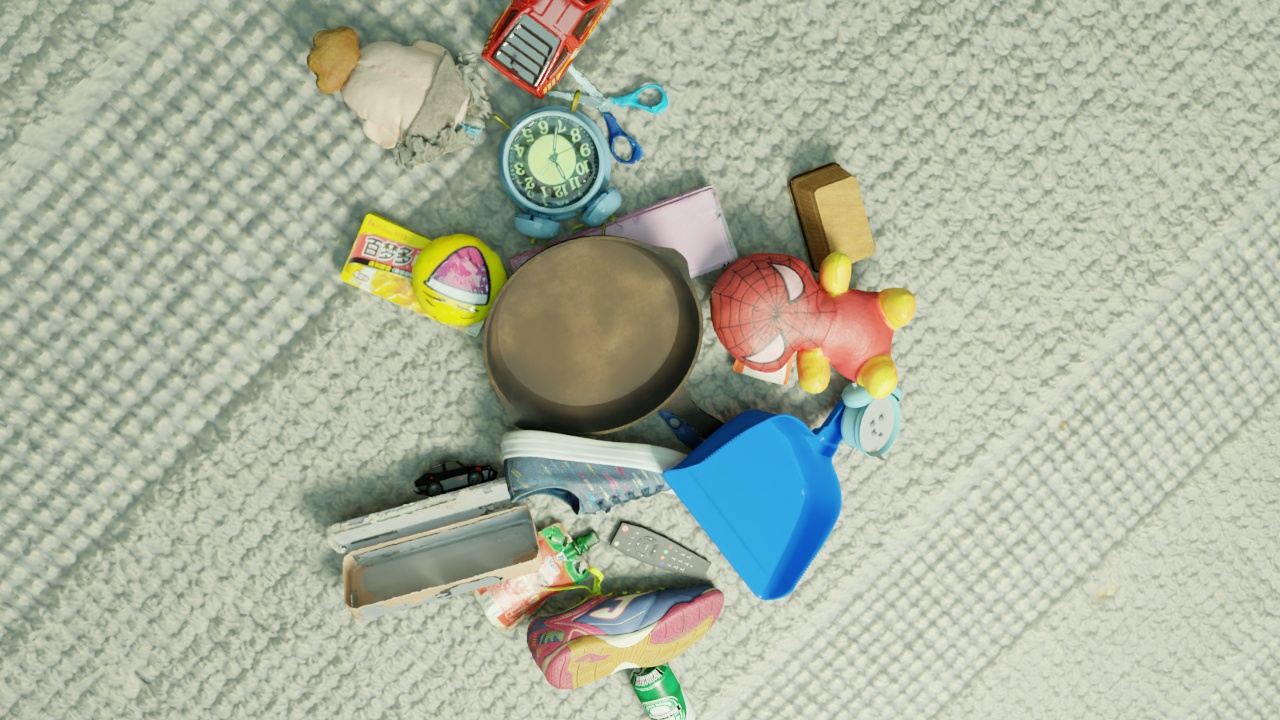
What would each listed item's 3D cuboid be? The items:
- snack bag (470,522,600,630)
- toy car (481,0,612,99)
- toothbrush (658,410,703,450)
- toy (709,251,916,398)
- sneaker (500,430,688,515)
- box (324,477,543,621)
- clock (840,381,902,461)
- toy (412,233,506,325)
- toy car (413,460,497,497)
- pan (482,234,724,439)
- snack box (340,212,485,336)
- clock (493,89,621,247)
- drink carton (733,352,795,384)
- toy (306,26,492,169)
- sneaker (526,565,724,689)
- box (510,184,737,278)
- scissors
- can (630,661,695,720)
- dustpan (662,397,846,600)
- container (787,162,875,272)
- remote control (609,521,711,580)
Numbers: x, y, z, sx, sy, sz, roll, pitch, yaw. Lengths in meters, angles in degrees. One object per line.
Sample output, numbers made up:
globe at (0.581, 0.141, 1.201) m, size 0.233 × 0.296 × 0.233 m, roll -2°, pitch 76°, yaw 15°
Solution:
snack bag at (-0.114, 0.243, 1.055) m, size 0.155 × 0.044 × 0.087 m, roll -33°, pitch 113°, yaw -6°
toy car at (-0.075, -0.355, 0.899) m, size 0.081 × 0.056 × 0.189 m, roll 34°, pitch 93°, yaw -13°
toothbrush at (0.033, 0.065, 1.045) m, size 0.021 × 0.016 × 0.132 m, roll -43°, pitch 107°, yaw 5°
toy at (0.175, -0.042, 0.971) m, size 0.216 × 0.099 × 0.147 m, roll 15°, pitch 84°, yaw -6°
sneaker at (-0.039, 0.132, 0.995) m, size 0.235 × 0.088 × 0.079 m, roll 10°, pitch 68°, yaw -19°
box at (-0.219, 0.208, 0.997) m, size 0.216 × 0.095 × 0.107 m, roll -14°, pitch 76°, yaw -7°
clock at (0.265, 0.052, 1.041) m, size 0.087 × 0.042 × 0.123 m, roll -4°, pitch 102°, yaw -39°
toy at (-0.183, -0.081, 0.929) m, size 0.095 × 0.041 × 0.094 m, roll 19°, pitch 94°, yaw -14°
toy car at (-0.203, 0.128, 1.007) m, size 0.091 × 0.042 × 0.036 m, roll -14°, pitch 79°, yaw -8°
pan at (-0.006, 0.006, 0.982) m, size 0.356 × 0.043 × 0.249 m, roll 38°, pitch 104°, yaw -29°
snack box at (-0.226, -0.089, 0.955) m, size 0.152 × 0.025 × 0.075 m, roll 24°, pitch 98°, yaw -15°
clock at (-0.082, -0.184, 0.934) m, size 0.118 × 0.060 × 0.162 m, roll -19°, pitch 101°, yaw 1°
drink carton at (0.151, -0.039, 1.035) m, size 0.069 × 0.039 × 0.122 m, roll 15°, pitch 95°, yaw -14°
toy at (-0.234, -0.258, 0.885) m, size 0.176 × 0.076 × 0.132 m, roll 27°, pitch 69°, yaw -16°
sneaker at (-0.016, 0.295, 1.066) m, size 0.241 × 0.091 × 0.116 m, roll -9°, pitch 122°, yaw -29°
box at (-0.016, -0.108, 0.978) m, size 0.232 × 0.046 × 0.098 m, roll -20°, pitch 107°, yaw -5°
scissors at (-0.040, -0.255, 0.953) m, size 0.133 × 0.015 × 0.103 m, roll 10°, pitch 103°, yaw -11°
can at (0.028, 0.409, 1.111) m, size 0.053 × 0.053 × 0.101 m, roll -27°, pitch 107°, yaw -3°
dustpan at (0.174, 0.112, 1.046) m, size 0.257 × 0.060 × 0.245 m, roll -50°, pitch 125°, yaw -21°
container at (0.211, -0.153, 0.999) m, size 0.063 × 0.061 × 0.114 m, roll -21°, pitch 107°, yaw -5°
remote control at (0.025, 0.227, 1.087) m, size 0.124 × 0.010 × 0.039 m, roll 26°, pitch 98°, yaw -15°
